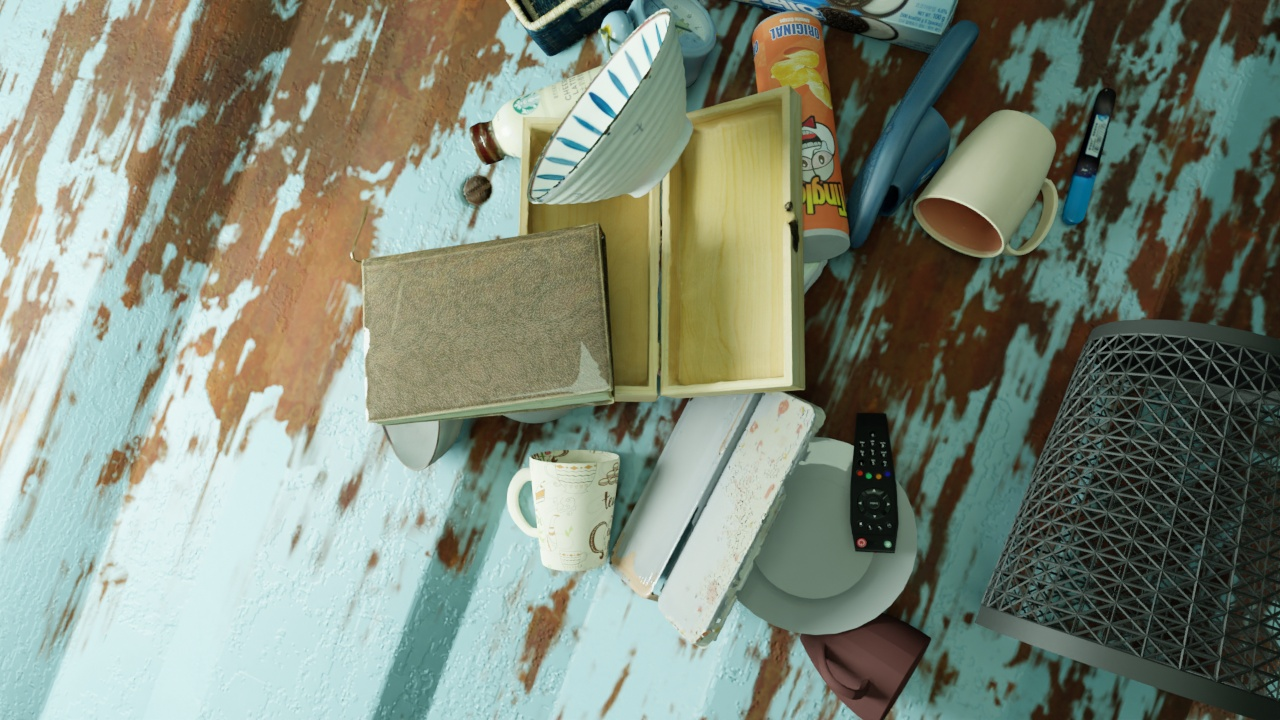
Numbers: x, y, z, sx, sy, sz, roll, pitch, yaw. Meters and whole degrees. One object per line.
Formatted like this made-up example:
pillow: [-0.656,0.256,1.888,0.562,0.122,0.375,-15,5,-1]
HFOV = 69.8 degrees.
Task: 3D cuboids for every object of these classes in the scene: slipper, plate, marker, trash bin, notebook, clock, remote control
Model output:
slipper: [0.235,-0.189,0.778,0.059,0.104,0.213,29,88,9]
plate: [0.148,0.150,0.791,0.173,0.019,0.172,-4,63,8]
marker: [0.386,-0.175,0.789,0.018,0.015,0.123,17,87,9]
trash bin: [0.390,0.112,0.678,0.217,0.217,0.243,16,83,12]
notebook: [-0.131,-0.047,0.756,0.216,0.034,0.190,-8,78,11]
clock: [0.016,-0.284,0.822,0.089,0.052,0.124,45,54,-1]
remote control: [0.199,0.104,0.787,0.039,0.010,0.124,1,63,10]

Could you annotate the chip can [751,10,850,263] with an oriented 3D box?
chip can: [0.138,-0.194,0.797,0.062,0.062,0.210,-7,74,11]

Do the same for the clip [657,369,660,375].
clip: [-0.003,0.002,0.851,0.058,0.022,0.035,42,98,13]

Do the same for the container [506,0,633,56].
container: [-0.082,-0.408,0.870,0.145,0.071,0.187,-31,81,8]

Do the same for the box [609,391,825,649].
box: [0.064,0.117,0.781,0.149,0.042,0.216,30,93,48]

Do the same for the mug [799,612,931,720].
mug: [0.175,0.245,0.758,0.088,0.113,0.087,31,109,26]

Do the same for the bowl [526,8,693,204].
bowl: [-0.009,-0.177,0.714,0.071,0.177,0.177,34,93,-22]

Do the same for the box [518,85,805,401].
box: [0.013,-0.091,0.781,0.261,0.096,0.247,-3,80,22]

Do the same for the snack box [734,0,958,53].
snack box: [0.168,-0.337,0.823,0.226,0.059,0.059,21,94,12]

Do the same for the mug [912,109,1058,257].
mug: [0.305,-0.143,0.775,0.111,0.085,0.104,38,82,-16]

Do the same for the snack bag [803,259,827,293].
snack bag: [0.101,-0.093,0.829,0.116,0.036,0.077,38,94,11]

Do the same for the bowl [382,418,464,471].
bowl: [-0.197,0.025,0.852,0.056,0.151,0.150,-12,81,-35]

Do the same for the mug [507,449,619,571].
mug: [-0.077,0.134,0.839,0.122,0.081,0.097,2,94,32]

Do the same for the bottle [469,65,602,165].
bottle: [-0.080,-0.230,0.865,0.162,0.056,0.056,-19,83,9]

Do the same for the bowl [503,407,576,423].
bowl: [-0.103,-0.010,0.849,0.132,0.064,0.131,-1,86,11]
